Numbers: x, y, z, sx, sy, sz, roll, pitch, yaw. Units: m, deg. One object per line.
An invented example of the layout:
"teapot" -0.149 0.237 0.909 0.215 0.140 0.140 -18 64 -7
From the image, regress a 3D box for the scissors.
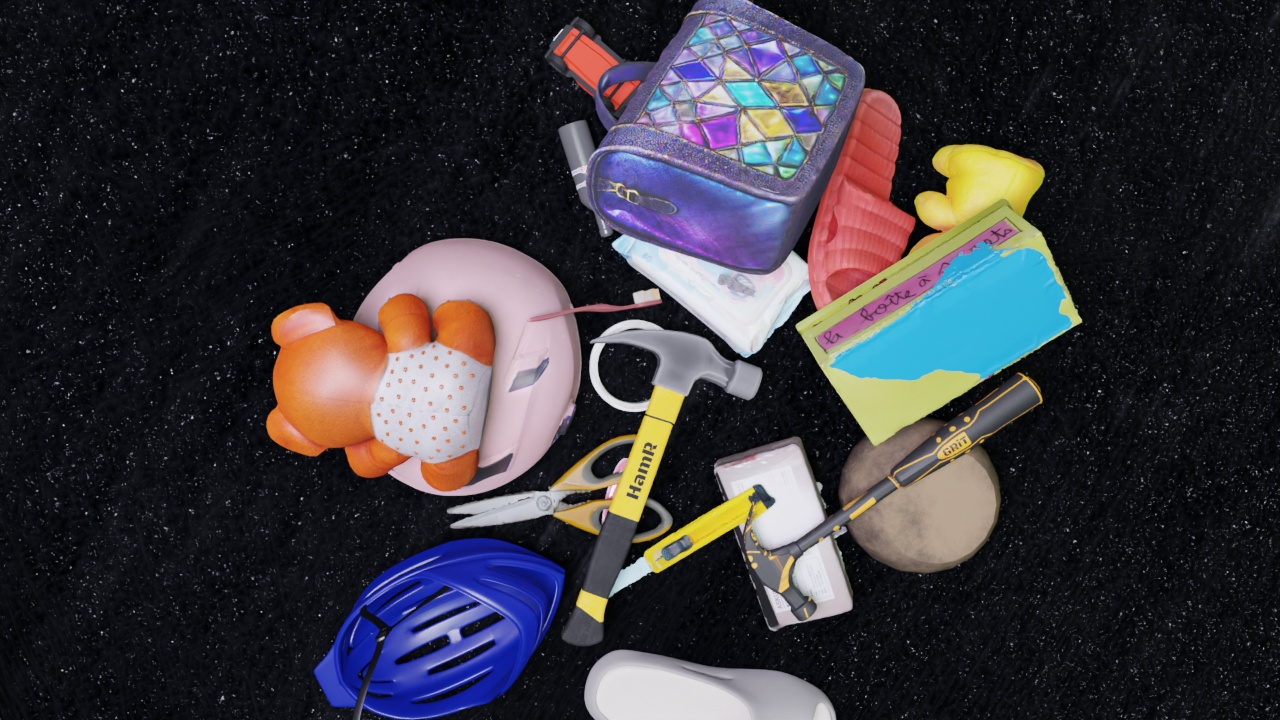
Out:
"scissors" -0.081 0.129 0.918 0.228 0.016 0.134 0 88 -3

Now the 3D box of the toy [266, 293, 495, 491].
"toy" -0.208 0.023 0.741 0.172 0.092 0.164 9 105 -7

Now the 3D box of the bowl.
"bowl" 0.289 0.140 0.931 0.162 0.070 0.162 0 94 -4

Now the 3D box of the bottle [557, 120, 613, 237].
"bottle" -0.050 -0.177 0.903 0.030 0.030 0.113 -18 95 -3

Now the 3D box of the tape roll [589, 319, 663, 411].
"tape roll" -0.006 0.005 0.928 0.093 0.013 0.093 0 94 -3

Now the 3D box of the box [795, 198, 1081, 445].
"box" 0.272 -0.033 0.841 0.221 0.082 0.124 -35 121 11

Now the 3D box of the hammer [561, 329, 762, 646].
"hammer" -0.010 0.122 0.899 0.170 0.034 0.324 20 87 -5

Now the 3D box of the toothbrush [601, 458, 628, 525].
"toothbrush" -0.032 0.165 0.937 0.021 0.016 0.135 15 93 -3

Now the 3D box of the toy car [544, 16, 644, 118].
"toy car" -0.042 -0.279 0.887 0.100 0.049 0.051 40 91 -6

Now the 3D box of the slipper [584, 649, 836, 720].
"slipper" 0.075 0.364 0.927 0.266 0.080 0.113 17 90 -5

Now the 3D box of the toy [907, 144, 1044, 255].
"toy" 0.335 -0.117 0.909 0.134 0.087 0.194 19 92 -9

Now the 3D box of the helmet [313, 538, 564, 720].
"helmet" -0.179 0.266 0.828 0.241 0.227 0.148 -21 105 -1

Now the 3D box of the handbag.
"handbag" 0.062 -0.203 0.814 0.222 0.126 0.204 25 64 9

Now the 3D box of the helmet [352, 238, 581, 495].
"helmet" -0.167 0.017 0.856 0.230 0.152 0.255 22 98 -9

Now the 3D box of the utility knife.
"utility knife" 0.038 0.188 0.920 0.219 0.019 0.030 -34 80 18

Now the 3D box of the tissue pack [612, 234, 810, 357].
"tissue pack" 0.073 -0.098 0.898 0.182 0.070 0.112 39 88 -5

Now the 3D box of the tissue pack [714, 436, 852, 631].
"tissue pack" 0.152 0.172 0.933 0.104 0.071 0.181 -20 93 13

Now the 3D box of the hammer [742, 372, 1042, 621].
"hammer" 0.241 0.112 0.873 0.320 0.036 0.123 -36 95 1

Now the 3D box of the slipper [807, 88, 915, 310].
"slipper" 0.223 -0.144 0.886 0.103 0.059 0.248 12 86 -40

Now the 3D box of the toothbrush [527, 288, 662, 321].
"toothbrush" -0.040 -0.051 0.859 0.015 0.184 0.015 -14 90 40

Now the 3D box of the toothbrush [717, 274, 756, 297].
"toothbrush" 0.084 -0.062 0.775 0.010 0.181 0.010 17 97 -6
